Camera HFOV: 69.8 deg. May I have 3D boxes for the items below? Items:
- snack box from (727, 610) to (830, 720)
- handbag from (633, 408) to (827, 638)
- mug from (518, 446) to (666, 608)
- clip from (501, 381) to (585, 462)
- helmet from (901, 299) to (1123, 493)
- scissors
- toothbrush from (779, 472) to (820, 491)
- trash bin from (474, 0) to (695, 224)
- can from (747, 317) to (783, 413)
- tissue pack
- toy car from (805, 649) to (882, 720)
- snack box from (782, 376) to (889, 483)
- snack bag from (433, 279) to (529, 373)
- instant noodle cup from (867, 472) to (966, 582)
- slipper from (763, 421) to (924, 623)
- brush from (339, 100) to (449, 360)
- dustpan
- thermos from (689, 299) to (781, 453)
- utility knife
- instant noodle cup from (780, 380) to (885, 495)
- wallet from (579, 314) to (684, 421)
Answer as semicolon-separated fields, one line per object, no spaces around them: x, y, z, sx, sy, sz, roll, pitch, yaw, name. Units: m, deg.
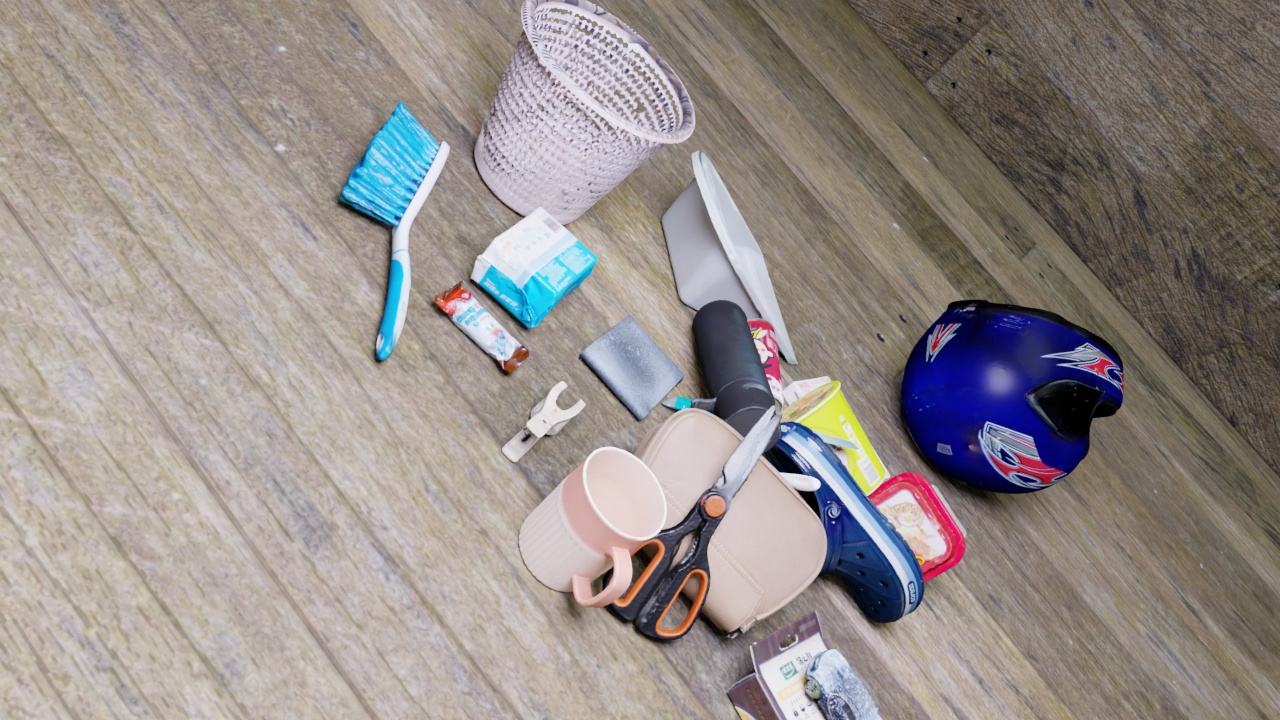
0.145;0.307;0.829;0.113;0.053;0.125;-6;59;-48;snack box
0.069;0.151;0.868;0.204;0.100;0.147;47;61;0;handbag
-0.039;0.147;0.755;0.081;0.106;0.114;17;44;-34;mug
-0.089;0.057;0.854;0.035;0.075;0.100;45;31;-3;clip
0.515;0.068;1.282;0.315;0.248;0.240;21;81;-23;helmet
0.067;0.145;0.804;0.139;0.235;0.022;57;-8;-9;scissors
0.137;0.121;0.933;0.016;0.180;0.016;41;76;-13;toothbrush
-0.082;-0.271;1.051;0.227;0.193;0.227;27;40;-25;trash bin
0.144;0.011;1.124;0.053;0.053;0.132;28;39;-23;can
-0.110;-0.097;0.964;0.090;0.063;0.139;42;34;-3;tissue pack
0.185;0.306;0.809;0.048;0.031;0.105;-22;78;-50;toy car
0.250;0.094;1.174;0.084;0.027;0.156;-5;59;-48;snack box
-0.153;-0.031;0.887;0.105;0.026;0.045;45;32;-5;snack bag
0.318;0.198;1.075;0.124;0.117;0.116;5;51;-57;instant noodle cup
0.202;0.181;0.962;0.095;0.105;0.253;-36;98;-14;slipper
-0.241;-0.134;0.882;0.109;0.061;0.313;34;39;-22;brush
0.133;-0.150;1.202;0.257;0.143;0.222;19;43;-31;dustpan
0.092;0.011;1.013;0.090;0.069;0.242;7;27;-7;thermos
0.131;0.070;1.009;0.219;0.013;0.029;13;26;5;utility knife
0.219;0.105;1.072;0.123;0.112;0.111;55;35;-2;instant noodle cup
-0.006;0.006;1.009;0.097;0.019;0.120;48;34;0;wallet
